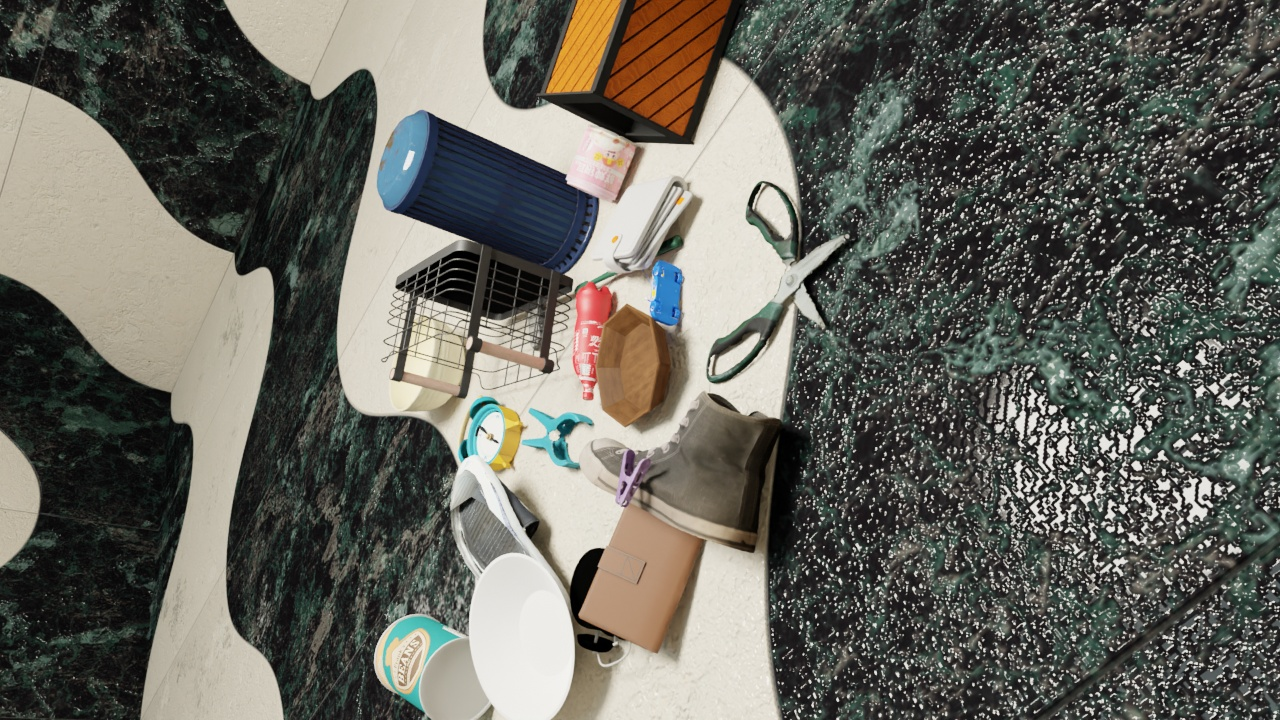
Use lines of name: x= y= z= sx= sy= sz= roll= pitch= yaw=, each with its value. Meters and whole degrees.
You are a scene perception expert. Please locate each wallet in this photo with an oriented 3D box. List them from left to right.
wallet: x=0.002 y=0.200 z=0.859 sx=0.087 sy=0.013 sz=0.121 roll=18 pitch=78 yaw=25
wallet: x=0.006 y=-0.152 z=1.024 sx=0.115 sy=0.037 sz=0.118 roll=3 pitch=62 yaw=55

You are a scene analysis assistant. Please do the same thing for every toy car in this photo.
toy car: x=0.015 y=-0.072 z=0.997 sx=0.062 sy=0.033 sz=0.091 roll=-32 pitch=47 yaw=53

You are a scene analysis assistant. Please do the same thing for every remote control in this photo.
remote control: x=-0.141 y=-0.072 z=1.230 sx=0.033 sy=0.013 sz=0.136 roll=-44 pitch=42 yaw=35

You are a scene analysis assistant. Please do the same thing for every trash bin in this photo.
trash bin: x=-0.194 y=-0.211 z=1.158 sx=0.140 sy=0.249 sz=0.139 roll=-28 pitch=53 yaw=46
trash bin: x=-0.003 y=-0.358 z=1.052 sx=0.140 sy=0.139 sz=0.172 roll=23 pitch=94 yaw=56

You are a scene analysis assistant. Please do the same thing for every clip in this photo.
clip: x=-0.103 y=0.107 z=1.088 sx=0.131 sy=0.030 sz=0.120 roll=-19 pitch=65 yaw=50
clip: x=-0.008 y=0.106 z=0.809 sx=0.029 sy=0.013 sz=0.050 roll=19 pitch=91 yaw=52

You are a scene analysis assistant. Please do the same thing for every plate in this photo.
plate: x=-0.114 y=0.288 z=0.960 sx=0.174 sy=0.036 sz=0.174 roll=-4 pitch=85 yaw=44
plate: x=-0.006 y=0.005 z=0.975 sx=0.132 sy=0.025 sz=0.131 roll=-7 pitch=82 yaw=58

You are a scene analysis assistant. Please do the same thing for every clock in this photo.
clock: x=-0.202 y=0.099 z=1.217 sx=0.130 sy=0.043 sz=0.099 roll=12 pitch=85 yaw=49
clock: x=-0.029 y=0.239 z=0.906 sx=0.091 sy=0.042 sz=0.120 roll=-38 pitch=47 yaw=40

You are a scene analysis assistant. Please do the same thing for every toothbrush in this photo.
toothbrush: x=-0.016 y=-0.106 z=1.070 sx=0.190 sy=0.017 sz=0.016 roll=-21 pitch=42 yaw=47

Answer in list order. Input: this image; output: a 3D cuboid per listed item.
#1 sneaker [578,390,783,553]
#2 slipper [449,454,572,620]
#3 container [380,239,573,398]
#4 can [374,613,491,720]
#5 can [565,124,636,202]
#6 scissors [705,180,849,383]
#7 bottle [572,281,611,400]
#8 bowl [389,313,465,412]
sneaker: x=0.033 y=0.083 z=0.849 sx=0.235 sy=0.095 sz=0.120 roll=14 pitch=84 yaw=58
slipper: x=-0.146 y=0.222 z=1.066 sx=0.264 sy=0.063 sz=0.111 roll=49 pitch=119 yaw=38
container: x=-0.208 y=-0.041 z=1.150 sx=0.242 sy=0.162 sz=0.130 roll=-15 pitch=63 yaw=52
can: x=-0.246 y=0.369 z=1.102 sx=0.144 sy=0.099 sz=0.099 roll=-3 pitch=73 yaw=54
can: x=-0.048 y=-0.242 z=1.130 sx=0.067 sy=0.067 sz=0.076 roll=33 pitch=102 yaw=55
scissors: x=0.117 y=-0.083 z=0.874 sx=0.202 sy=0.015 sz=0.205 roll=-42 pitch=43 yaw=37
bottle: x=-0.057 y=-0.022 z=1.064 sx=0.042 sy=0.042 sz=0.141 roll=-24 pitch=57 yaw=48
bowl: x=-0.311 y=0.011 z=1.377 sx=0.151 sy=0.075 sz=0.150 roll=-29 pitch=52 yaw=45
